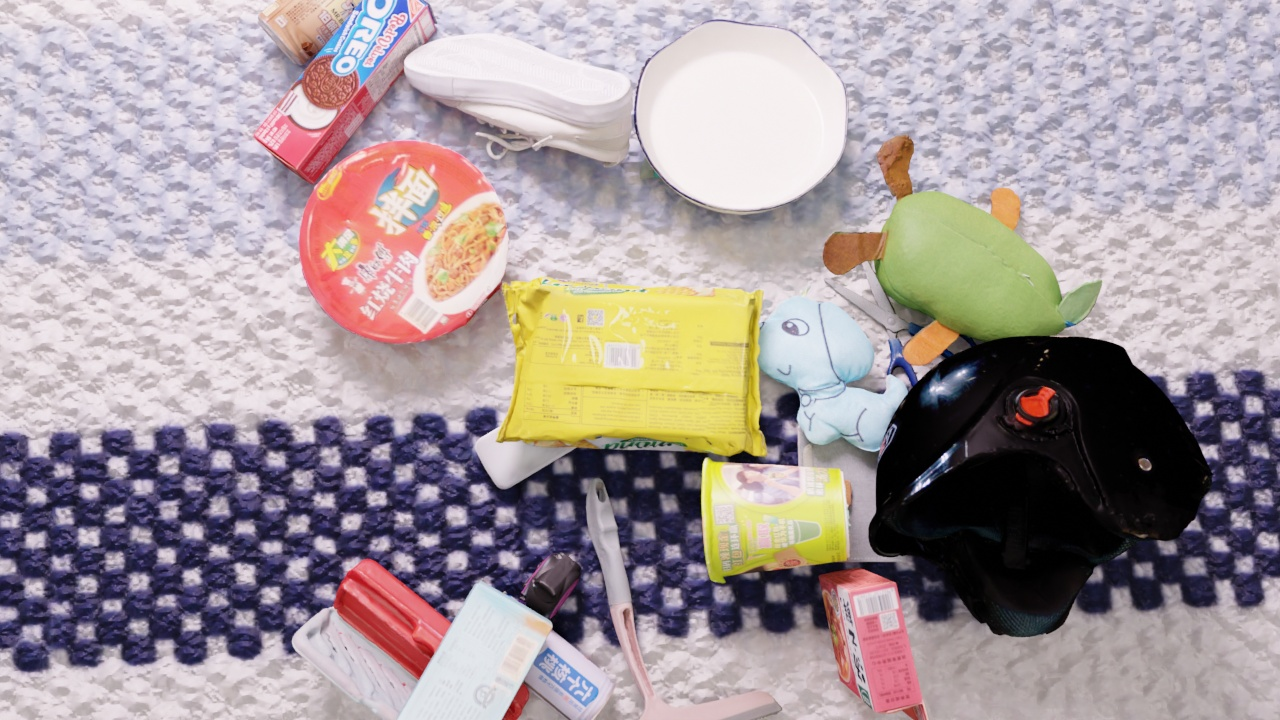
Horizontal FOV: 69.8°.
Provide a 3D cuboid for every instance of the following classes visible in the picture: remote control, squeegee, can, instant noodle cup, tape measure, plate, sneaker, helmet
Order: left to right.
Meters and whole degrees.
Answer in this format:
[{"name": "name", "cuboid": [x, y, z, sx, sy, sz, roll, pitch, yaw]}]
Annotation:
[{"name": "can", "cuboid": [-0.312, -0.348, 0.900, 0.116, 0.058, 0.058, -43, 86, -5]}, {"name": "instant noodle cup", "cuboid": [-0.218, -0.106, 0.872, 0.194, 0.066, 0.193, 0, 83, 0]}, {"name": "sneaker", "cuboid": [-0.115, -0.247, 0.889, 0.242, 0.091, 0.089, 19, 53, 19]}, {"name": "can", "cuboid": [-0.089, 0.274, 0.837, 0.134, 0.053, 0.053, 38, 84, 3]}, {"name": "remote control", "cuboid": [-0.089, 0.068, 0.876, 0.136, 0.020, 0.056, -31, 85, -4]}, {"name": "tape measure", "cuboid": [-0.084, 0.206, 0.842, 0.039, 0.058, 0.056, 34, 40, 8]}, {"name": "squeegee", "cuboid": [-0.012, 0.228, 0.836, 0.247, 0.040, 0.249, -2, 64, -35]}, {"name": "plate", "cuboid": [0.096, -0.231, 0.888, 0.205, 0.046, 0.204, 0, 75, -1]}, {"name": "instant noodle cup", "cuboid": [0.122, 0.139, 0.814, 0.123, 0.111, 0.111, -4, 83, 11]}, {"name": "helmet", "cuboid": [0.320, 0.091, 0.776, 0.274, 0.234, 0.229, 3, 53, -5]}]

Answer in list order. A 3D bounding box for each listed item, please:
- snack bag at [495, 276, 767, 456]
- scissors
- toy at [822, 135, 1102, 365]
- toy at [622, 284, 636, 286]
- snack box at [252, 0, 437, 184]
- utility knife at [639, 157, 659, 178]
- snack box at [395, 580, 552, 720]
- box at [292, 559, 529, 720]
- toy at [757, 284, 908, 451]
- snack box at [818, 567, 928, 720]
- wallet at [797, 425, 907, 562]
[{"name": "snack bag", "cuboid": [-0.005, 0.005, 0.835, 0.246, 0.068, 0.158, 2, 89, -1]}, {"name": "scissors", "cuboid": [0.259, -0.028, 0.897, 0.163, 0.012, 0.162, 0, 83, 1]}, {"name": "toy", "cuboid": [0.299, -0.089, 0.866, 0.247, 0.090, 0.226, 34, 74, -1]}, {"name": "toy", "cuboid": [0.009, -0.037, 0.887, 0.092, 0.030, 0.096, 43, 77, -1]}, {"name": "snack box", "cuboid": [-0.284, -0.273, 0.893, 0.057, 0.058, 0.207, 37, 84, 0]}, {"name": "utility knife", "cuboid": [0.089, -0.206, 0.913, 0.187, 0.013, 0.029, -10, 86, -4]}, {"name": "snack box", "cuboid": [-0.149, 0.278, 0.764, 0.074, 0.052, 0.174, 31, 72, -3]}, {"name": "box", "cuboid": [-0.208, 0.282, 0.811, 0.201, 0.096, 0.098, 38, 40, 3]}, {"name": "toy", "cuboid": [0.173, 0.005, 0.866, 0.161, 0.050, 0.156, 6, 71, 4]}, {"name": "snack box", "cuboid": [0.203, 0.255, 0.813, 0.044, 0.113, 0.127, -11, 84, -4]}, {"name": "wallet", "cuboid": [0.198, 0.124, 0.866, 0.106, 0.037, 0.129, 0, 83, -1]}]
